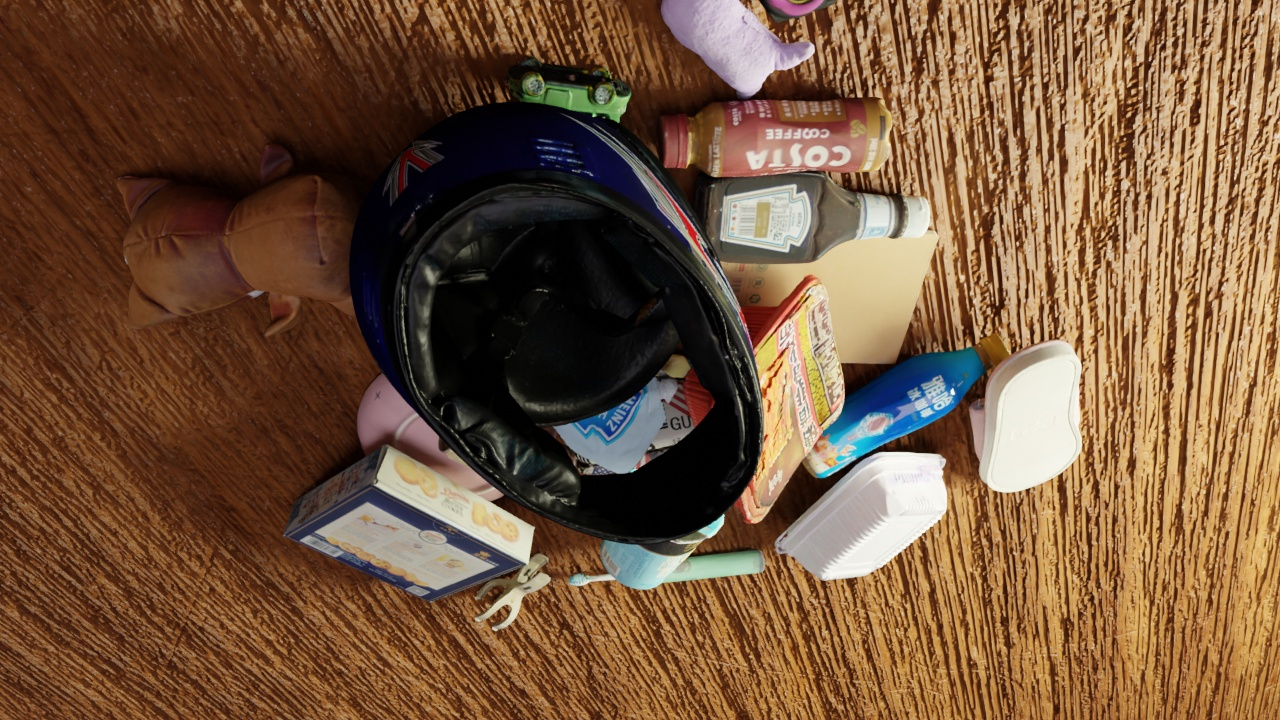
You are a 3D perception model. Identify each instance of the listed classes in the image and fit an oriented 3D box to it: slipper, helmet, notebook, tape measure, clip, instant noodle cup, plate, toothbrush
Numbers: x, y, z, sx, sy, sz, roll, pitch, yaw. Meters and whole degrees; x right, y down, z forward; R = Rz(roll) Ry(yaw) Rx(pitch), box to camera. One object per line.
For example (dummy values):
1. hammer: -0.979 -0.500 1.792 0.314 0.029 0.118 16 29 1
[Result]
1. slipper: 0.383 0.055 0.914 0.114 0.054 0.274 -23 143 8
2. helmet: -0.058 -0.036 0.675 0.247 0.240 0.315 -39 113 6
3. notebook: 0.153 -0.057 0.840 0.207 0.008 0.148 1 128 -8
4. tape measure: 0.106 -0.273 0.647 0.057 0.039 0.058 -18 133 6
5. clip: -0.146 0.252 1.037 0.034 0.081 0.104 37 95 -29
6. instant noodle cup: 0.014 0.173 0.948 0.111 0.111 0.121 11 133 -16
7. plate: -0.175 0.076 0.881 0.192 0.039 0.193 -4 128 -5
8. toothbrush: 0.029 0.239 1.043 0.224 0.026 0.027 -5 150 -3
9. instant noodle cup: 0.240 0.170 0.961 0.137 0.060 0.174 5 134 -39
10. instant noodle cup: 0.106 0.032 0.812 0.079 0.188 0.165 14 138 35

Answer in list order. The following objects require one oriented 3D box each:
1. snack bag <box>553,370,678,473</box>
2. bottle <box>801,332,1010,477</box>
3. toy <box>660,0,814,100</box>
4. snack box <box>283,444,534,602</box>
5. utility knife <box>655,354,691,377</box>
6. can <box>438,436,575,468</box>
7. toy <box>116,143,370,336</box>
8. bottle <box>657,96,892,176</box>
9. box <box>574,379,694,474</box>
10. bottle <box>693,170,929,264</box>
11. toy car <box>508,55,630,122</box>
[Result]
1. snack bag: -0.062 0.018 0.822 0.191 0.039 0.110 32 90 -13
2. bottle: 0.251 0.039 0.891 0.219 0.065 0.065 -31 125 16
3. toy: 0.063 -0.236 0.661 0.108 0.038 0.084 36 151 -23
4. snack box: -0.229 0.170 0.910 0.178 0.045 0.183 36 135 -29
5. utility knife: -0.005 0.005 0.860 0.198 0.021 0.031 7 128 -3
6. can: -0.119 0.082 0.830 0.116 0.058 0.059 31 118 -27
7. toy: -0.299 -0.088 0.701 0.199 0.140 0.130 -7 170 0
8. bottle: 0.102 -0.172 0.711 0.175 0.057 0.058 -3 128 -5
9. box: 0.014 0.075 0.897 0.163 0.076 0.087 -15 148 0
10. bottle: 0.143 -0.120 0.765 0.195 0.044 0.080 -1 115 -9
11. toy car: -0.053 -0.199 0.680 0.091 0.043 0.036 8 126 -13
